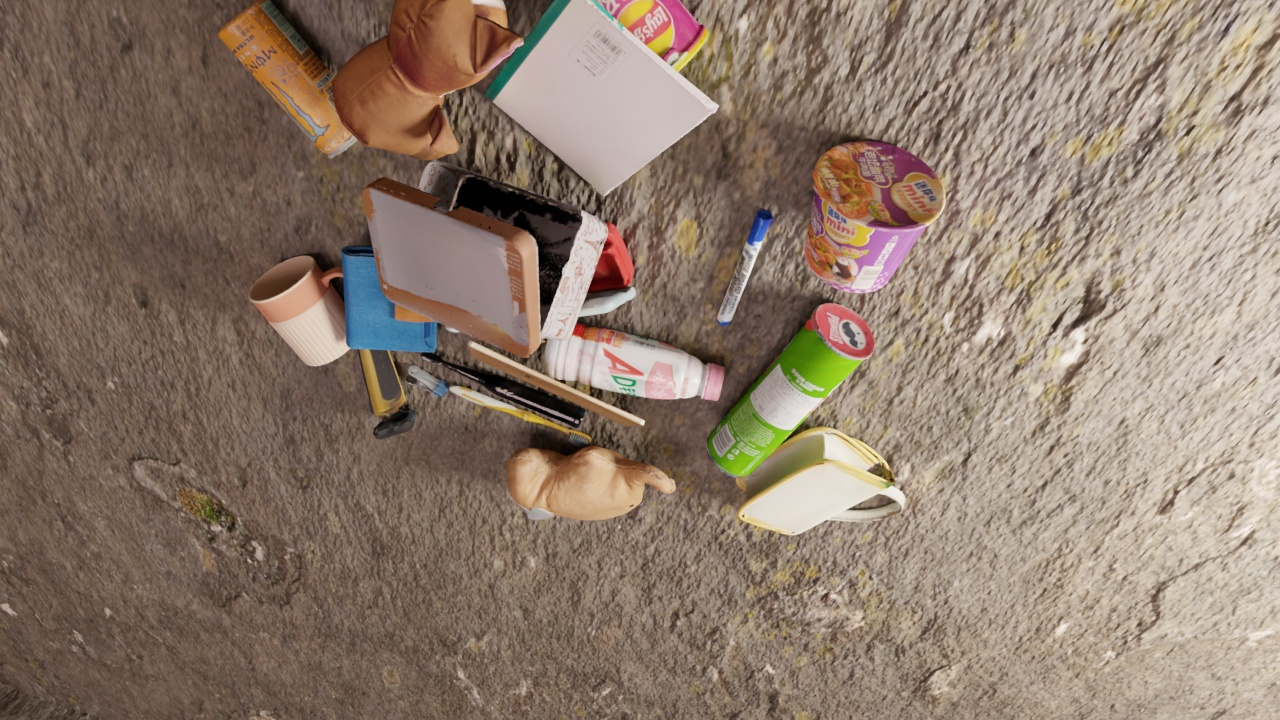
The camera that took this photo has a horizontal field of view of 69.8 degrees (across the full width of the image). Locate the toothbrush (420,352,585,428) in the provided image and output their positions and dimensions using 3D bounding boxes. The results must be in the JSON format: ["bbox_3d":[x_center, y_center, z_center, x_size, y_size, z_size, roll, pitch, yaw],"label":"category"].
[{"bbox_3d":[-0.170,0.033,1.127,0.212,0.027,0.026,22,91,-1],"label":"toothbrush"}]

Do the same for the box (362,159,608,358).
[{"bbox_3d":[-0.155,-0.098,0.843,0.182,0.168,0.151,21,93,16],"label":"box"}]

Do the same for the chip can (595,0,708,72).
[{"bbox_3d":[-0.041,-0.314,0.722,0.072,0.071,0.210,-29,117,37],"label":"chip can"}]

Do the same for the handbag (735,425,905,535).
[{"bbox_3d":[0.223,0.155,1.096,0.178,0.063,0.164,25,137,-27],"label":"handbag"}]

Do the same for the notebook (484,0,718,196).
[{"bbox_3d":[-0.043,-0.223,0.790,0.150,0.012,0.210,37,157,-17],"label":"notebook"}]

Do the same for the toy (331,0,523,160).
[{"bbox_3d":[-0.175,-0.259,0.789,0.200,0.130,0.140,-38,84,45],"label":"toy"}]

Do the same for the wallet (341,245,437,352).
[{"bbox_3d":[-0.280,-0.066,1.036,0.106,0.040,0.133,3,130,-12],"label":"wallet"}]

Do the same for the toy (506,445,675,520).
[{"bbox_3d":[-0.058,0.156,1.166,0.226,0.082,0.143,-3,151,16],"label":"toy"}]

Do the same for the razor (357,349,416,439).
[{"bbox_3d":[-0.323,0.029,1.157,0.068,0.062,0.168,30,139,36],"label":"razor"}]

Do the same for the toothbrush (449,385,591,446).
[{"bbox_3d":[-0.152,0.071,1.160,0.191,0.018,0.016,21,133,-4],"label":"toothbrush"}]

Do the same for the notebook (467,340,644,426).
[{"bbox_3d":[-0.099,0.030,1.053,0.207,0.008,0.148,25,172,-6],"label":"notebook"}]

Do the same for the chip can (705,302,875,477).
[{"bbox_3d":[0.154,0.038,0.989,0.072,0.072,0.237,27,134,-8],"label":"chip can"}]

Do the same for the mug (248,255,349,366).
[{"bbox_3d":[-0.376,-0.063,1.074,0.114,0.081,0.106,-23,127,5],"label":"mug"}]

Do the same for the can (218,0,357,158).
[{"bbox_3d":[-0.326,-0.267,0.872,0.058,0.058,0.146,-19,123,32],"label":"can"}]

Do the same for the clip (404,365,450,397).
[{"bbox_3d":[-0.270,0.029,1.158,0.057,0.024,0.028,25,131,0],"label":"clip"}]

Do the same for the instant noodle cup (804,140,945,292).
[{"bbox_3d":[0.196,-0.121,0.808,0.111,0.111,0.099,16,145,4],"label":"instant noodle cup"}]

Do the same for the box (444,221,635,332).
[{"bbox_3d":[-0.111,-0.071,0.957,0.202,0.099,0.095,-6,130,23],"label":"box"}]

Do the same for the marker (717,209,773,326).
[{"bbox_3d":[0.103,-0.090,0.924,0.017,0.016,0.146,18,135,1],"label":"marker"}]

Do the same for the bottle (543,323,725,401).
[{"bbox_3d":[-0.006,0.006,1.019,0.197,0.068,0.068,12,135,2],"label":"bottle"}]
